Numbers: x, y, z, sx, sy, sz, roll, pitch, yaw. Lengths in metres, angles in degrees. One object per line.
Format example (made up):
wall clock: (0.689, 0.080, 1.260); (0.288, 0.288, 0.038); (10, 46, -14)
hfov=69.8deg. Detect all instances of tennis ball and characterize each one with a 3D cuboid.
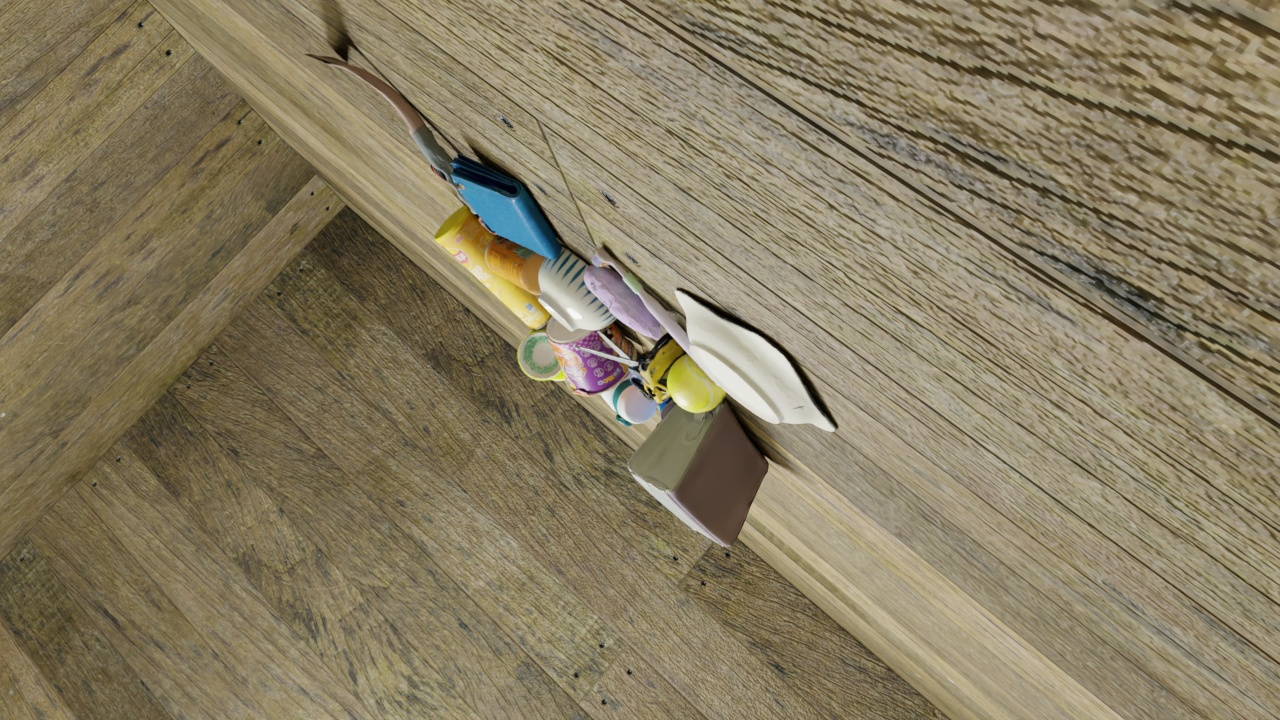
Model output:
tennis ball: (0.062, 0.023, 0.985); (0.065, 0.065, 0.065); (41, 172, 6)

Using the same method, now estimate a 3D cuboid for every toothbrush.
toothbrush: (0.020, -0.043, 0.945); (0.189, 0.021, 0.029); (46, 179, 0)

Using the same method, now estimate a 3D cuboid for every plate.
plate: (0.098, 0.011, 0.861); (0.164, 0.034, 0.164); (35, 169, 45)

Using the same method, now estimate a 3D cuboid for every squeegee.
squeegee: (-0.270, -0.271, 1.070); (0.249, 0.040, 0.247); (46, -178, -22)

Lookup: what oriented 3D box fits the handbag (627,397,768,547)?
handbag: (0.085, 0.140, 1.214); (0.098, 0.144, 0.197); (29, 167, 40)

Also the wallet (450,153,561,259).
wallet: (-0.152, -0.174, 1.044); (0.106, 0.040, 0.133); (28, 166, 25)

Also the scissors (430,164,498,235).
scissors: (-0.212, -0.213, 1.190); (0.227, 0.015, 0.189); (36, 167, 36)

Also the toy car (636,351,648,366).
toy car: (0.027, 0.022, 1.256); (0.056, 0.037, 0.122); (43, 171, -22)

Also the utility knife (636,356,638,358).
utility knife: (-0.045, -0.033, 1.381); (0.223, 0.013, 0.029); (38, 168, 30)

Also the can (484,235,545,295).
can: (-0.161, -0.131, 1.244); (0.058, 0.058, 0.146); (46, 171, -33)

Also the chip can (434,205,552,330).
chip can: (-0.217, -0.141, 1.420); (0.213, 0.072, 0.072); (44, 172, -25)

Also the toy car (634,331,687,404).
toy car: (0.030, 0.010, 1.044); (0.041, 0.071, 0.156); (41, 172, 14)

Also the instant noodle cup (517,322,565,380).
instant noodle cup: (-0.149, -0.014, 1.508); (0.111, 0.112, 0.123); (41, -170, 2)

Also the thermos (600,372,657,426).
thermos: (-0.038, 0.033, 1.395); (0.073, 0.073, 0.224); (46, 179, -28)

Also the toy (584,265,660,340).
toy: (-0.017, -0.064, 0.987); (0.108, 0.039, 0.084); (41, -176, -2)

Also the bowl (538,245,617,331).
bowl: (-0.081, -0.078, 1.118); (0.116, 0.066, 0.116); (41, 172, 7)

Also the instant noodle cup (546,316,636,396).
instant noodle cup: (-0.073, -0.023, 1.266); (0.111, 0.111, 0.099); (34, 160, 44)

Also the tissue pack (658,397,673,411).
tissue pack: (0.068, 0.108, 1.326); (0.157, 0.052, 0.094); (51, -152, -48)

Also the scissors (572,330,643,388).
scissors: (-0.006, 0.007, 1.174); (0.173, 0.012, 0.162); (15, 159, 15)
